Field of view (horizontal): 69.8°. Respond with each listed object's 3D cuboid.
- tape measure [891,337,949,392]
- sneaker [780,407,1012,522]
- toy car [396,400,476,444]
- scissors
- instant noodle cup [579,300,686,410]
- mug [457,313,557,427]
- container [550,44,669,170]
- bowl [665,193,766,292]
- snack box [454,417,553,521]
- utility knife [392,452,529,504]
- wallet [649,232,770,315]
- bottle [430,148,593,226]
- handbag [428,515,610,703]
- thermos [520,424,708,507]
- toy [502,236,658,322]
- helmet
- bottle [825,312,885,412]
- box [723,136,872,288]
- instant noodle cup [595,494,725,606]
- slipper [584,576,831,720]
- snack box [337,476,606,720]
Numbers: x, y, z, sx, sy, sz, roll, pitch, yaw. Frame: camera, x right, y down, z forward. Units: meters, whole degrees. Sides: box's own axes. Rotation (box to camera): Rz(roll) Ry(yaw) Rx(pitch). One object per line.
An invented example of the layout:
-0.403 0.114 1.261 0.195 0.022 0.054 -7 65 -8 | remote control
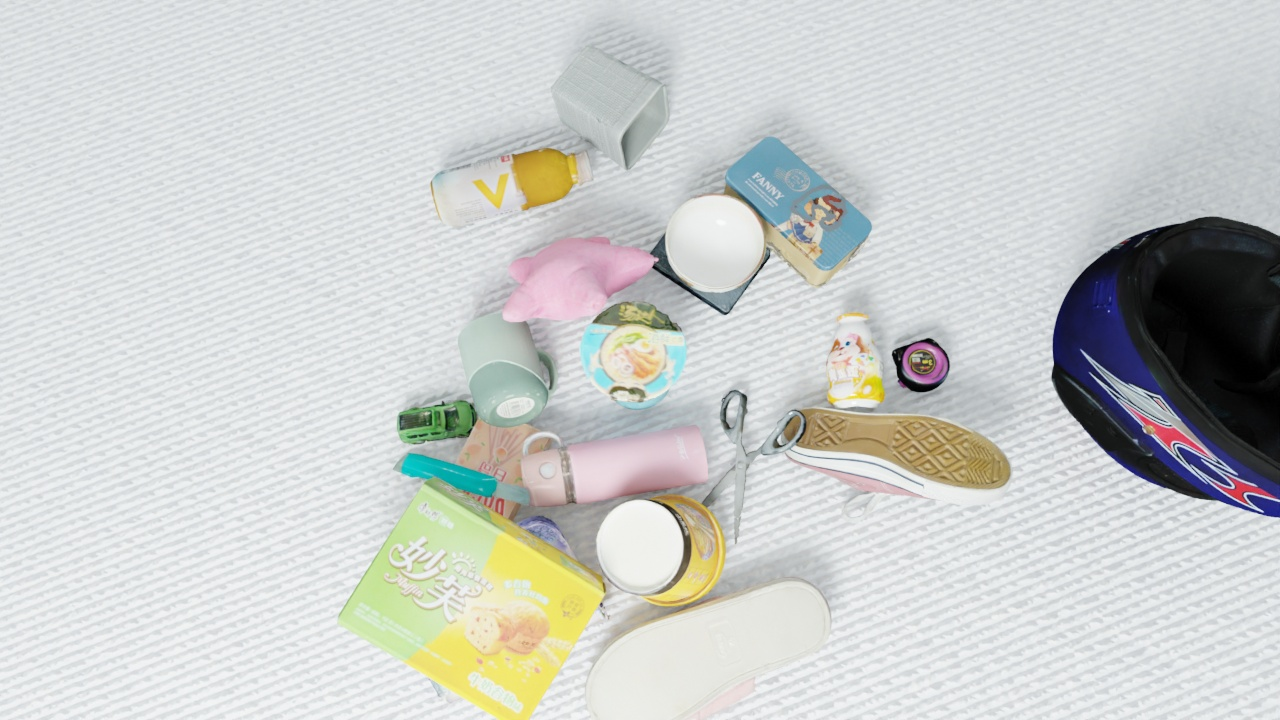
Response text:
0.317 0.007 1.034 0.057 0.039 0.058 -21 71 -3 | tape measure
0.271 0.113 0.987 0.241 0.088 0.118 9 52 25 | sneaker
-0.233 0.070 1.046 0.091 0.036 0.043 -9 75 -3 | toy car
0.110 0.109 1.007 0.181 0.014 0.159 -39 49 19 | scissors
-0.006 0.006 1.007 0.111 0.120 0.111 0 75 2 | instant noodle cup
-0.140 0.015 1.025 0.111 0.082 0.106 7 48 -38 | mug
-0.038 -0.306 1.102 0.114 0.090 0.090 35 80 13 | container
0.084 -0.126 1.047 0.113 0.062 0.113 0 75 0 | bowl
-0.170 0.138 1.030 0.084 0.026 0.157 24 78 8 | snack box
-0.196 0.130 1.003 0.197 0.013 0.029 10 71 32 | utility knife
0.081 -0.123 1.087 0.121 0.019 0.097 34 79 8 | wallet
-0.151 -0.211 1.092 0.189 0.068 0.068 -14 76 -1 | bottle
-0.147 0.258 0.970 0.194 0.075 0.134 -27 93 -3 | handbag
-0.031 0.108 1.003 0.198 0.067 0.087 -8 63 -5 | thermos
-0.066 -0.092 1.019 0.178 0.194 0.075 -14 116 0 | toy
0.562 0.022 0.911 0.247 0.240 0.315 -28 67 -4 | helmet
0.239 0.002 1.026 0.063 0.063 0.108 0 76 2 | bottle
0.175 -0.177 1.069 0.184 0.064 0.089 44 75 9 | box
0.017 0.195 0.949 0.119 0.114 0.118 -5 76 20 | instant noodle cup
0.070 0.308 0.964 0.274 0.054 0.114 -25 77 -1 | slipper
-0.161 0.234 0.896 0.210 0.070 0.157 32 87 -3 | snack box
